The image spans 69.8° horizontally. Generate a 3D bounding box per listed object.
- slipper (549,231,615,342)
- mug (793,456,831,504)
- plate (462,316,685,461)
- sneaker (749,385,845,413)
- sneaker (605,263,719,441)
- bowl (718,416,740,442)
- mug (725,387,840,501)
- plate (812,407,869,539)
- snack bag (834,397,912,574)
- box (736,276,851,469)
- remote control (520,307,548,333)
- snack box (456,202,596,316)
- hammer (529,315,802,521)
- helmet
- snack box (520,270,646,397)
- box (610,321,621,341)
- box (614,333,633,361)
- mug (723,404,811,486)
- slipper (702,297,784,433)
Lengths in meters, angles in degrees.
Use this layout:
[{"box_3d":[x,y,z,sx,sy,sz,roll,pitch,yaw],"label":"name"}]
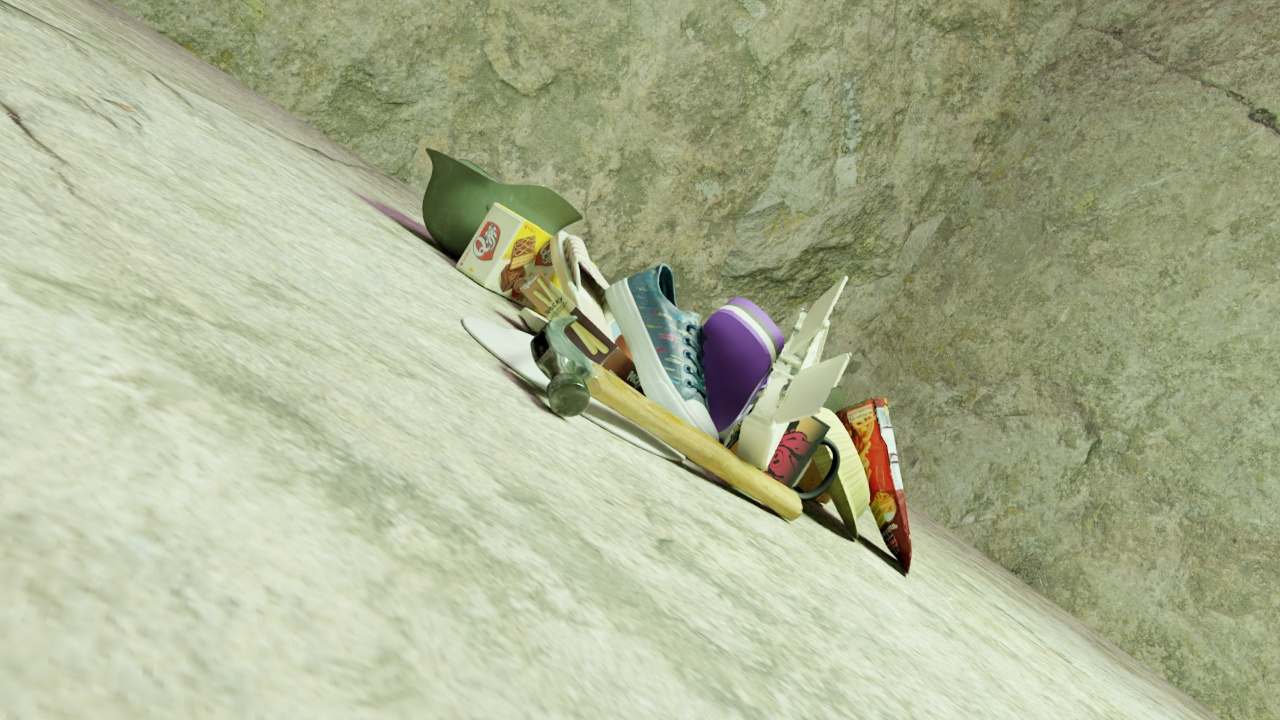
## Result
[{"box_3d":[-0.066,-0.089,1.226,0.115,0.052,0.262,48,16,-41],"label":"slipper"},{"box_3d":[0.241,0.137,1.233,0.100,0.094,0.124,30,3,-42],"label":"mug"},{"box_3d":[-0.057,0.019,0.856,0.242,0.016,0.242,33,3,-3],"label":"plate"},{"box_3d":[0.221,0.122,1.395,0.237,0.143,0.101,-11,9,-36],"label":"sneaker"},{"box_3d":[0.039,-0.004,0.945,0.087,0.079,0.235,40,21,-52],"label":"sneaker"},{"box_3d":[0.099,0.077,1.222,0.149,0.043,0.149,32,3,-2],"label":"bowl"},{"box_3d":[0.157,0.099,0.983,0.118,0.098,0.082,32,4,-7],"label":"mug"},{"box_3d":[0.236,0.119,1.093,0.184,0.036,0.184,-19,87,-88],"label":"plate"},{"box_3d":[0.300,0.151,1.116,0.139,0.066,0.207,56,19,-79],"label":"snack bag"},{"box_3d":[0.146,0.015,0.853,0.058,0.144,0.188,27,-22,6],"label":"box"},{"box_3d":[-0.125,-0.045,1.141,0.038,0.018,0.125,32,2,-17],"label":"remote control"},{"box_3d":[-0.161,-0.138,1.349,0.062,0.110,0.230,33,3,25],"label":"snack box"},{"box_3d":[0.034,0.064,0.801,0.330,0.033,0.132,35,17,-34],"label":"hammer"},{"box_3d":[-0.239,-0.221,1.420,0.227,0.154,0.267,27,-3,44],"label":"helmet"},{"box_3d":[-0.056,-0.023,1.025,0.186,0.031,0.101,44,-1,45],"label":"snack box"},{"box_3d":[-0.027,-0.020,1.369,0.209,0.072,0.086,29,-20,-19],"label":"box"},{"box_3d":[-0.006,0.005,1.220,0.071,0.056,0.187,65,-3,-14],"label":"box"},{"box_3d":[0.159,0.109,1.106,0.094,0.068,0.115,30,5,-39],"label":"mug"},{"box_3d":[0.104,-0.002,1.039,0.107,0.083,0.267,47,-26,7],"label":"slipper"}]
